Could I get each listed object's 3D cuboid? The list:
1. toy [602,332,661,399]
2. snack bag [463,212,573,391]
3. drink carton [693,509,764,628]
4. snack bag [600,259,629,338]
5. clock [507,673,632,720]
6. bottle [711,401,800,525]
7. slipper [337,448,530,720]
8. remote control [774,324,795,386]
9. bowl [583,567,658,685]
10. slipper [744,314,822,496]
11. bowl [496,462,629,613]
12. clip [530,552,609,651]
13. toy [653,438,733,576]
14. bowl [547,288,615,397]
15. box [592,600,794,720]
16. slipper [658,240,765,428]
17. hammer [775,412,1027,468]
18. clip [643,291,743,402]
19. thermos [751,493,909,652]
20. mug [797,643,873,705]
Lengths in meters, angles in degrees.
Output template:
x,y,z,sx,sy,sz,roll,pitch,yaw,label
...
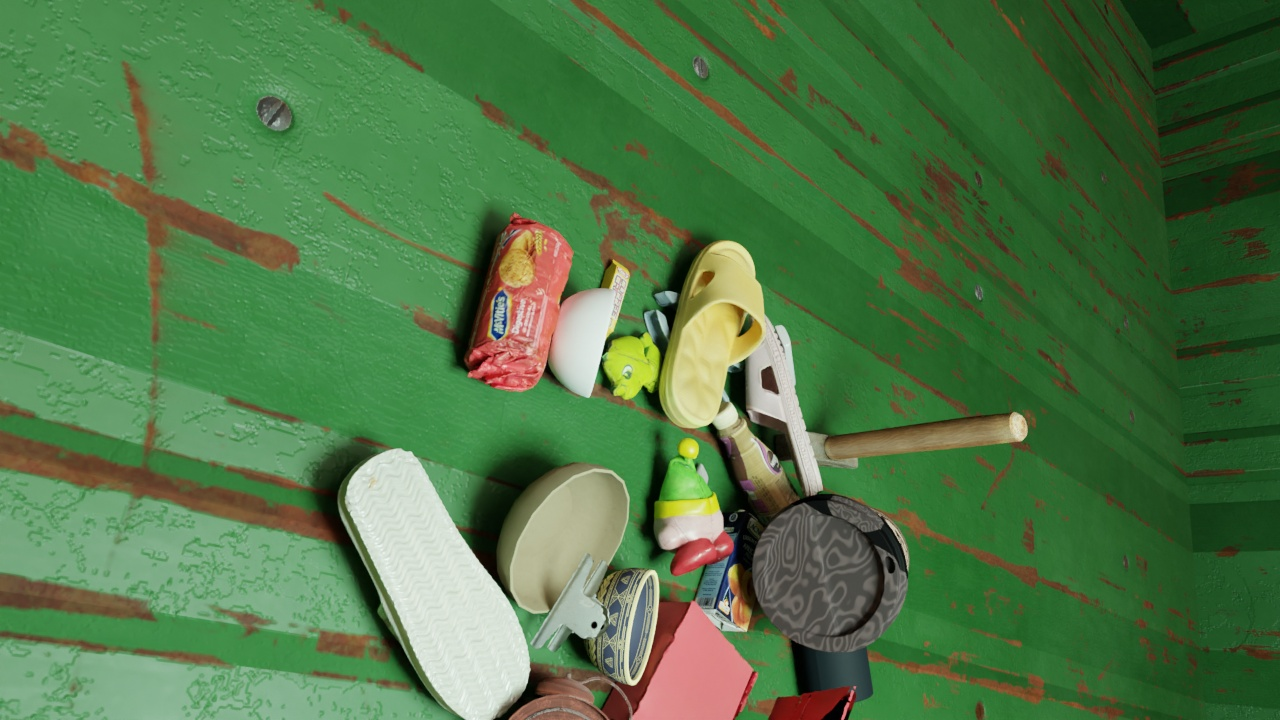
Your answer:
x,y,z,sx,sy,sz,roll,pitch,yaw,label
-0.006,0.006,1.028,0.093,0.036,0.094,34,52,-39,toy
-0.116,-0.054,0.899,0.082,0.082,0.176,28,62,-38,snack bag
0.112,0.248,1.086,0.064,0.040,0.129,44,52,-30,drink carton
-0.034,-0.068,1.028,0.026,0.020,0.099,37,57,-35,snack bag
-0.069,0.353,0.823,0.120,0.072,0.157,45,62,6,clock
0.136,0.124,1.125,0.059,0.060,0.166,-48,114,-40,bottle
-0.180,0.196,0.796,0.114,0.052,0.263,-42,114,-44,slipper
0.189,-0.004,1.188,0.131,0.012,0.033,64,6,-62,remote control
-0.026,0.261,0.920,0.112,0.061,0.112,8,89,-75,bowl
0.164,0.059,1.150,0.094,0.064,0.239,61,12,-76,slipper
-0.081,0.162,0.878,0.152,0.050,0.152,-28,131,-38,bowl
-0.055,0.241,0.877,0.056,0.056,0.102,31,84,5,clip
0.062,0.162,1.026,0.124,0.097,0.131,-3,59,-48,toy
-0.064,-0.023,0.938,0.050,0.115,0.114,14,66,-5,bowl
-0.021,0.414,1.048,0.198,0.352,0.216,50,51,-19,box
0.095,-0.042,1.072,0.099,0.079,0.262,38,56,-29,slipper
0.338,0.101,1.160,0.157,0.302,0.037,12,72,-43,hammer
0.059,-0.003,1.102,0.163,0.028,0.112,44,53,-28,clip
0.242,0.244,1.101,0.226,0.173,0.172,13,70,-66,thermos
0.248,0.375,1.173,0.121,0.085,0.094,14,68,-73,mug
